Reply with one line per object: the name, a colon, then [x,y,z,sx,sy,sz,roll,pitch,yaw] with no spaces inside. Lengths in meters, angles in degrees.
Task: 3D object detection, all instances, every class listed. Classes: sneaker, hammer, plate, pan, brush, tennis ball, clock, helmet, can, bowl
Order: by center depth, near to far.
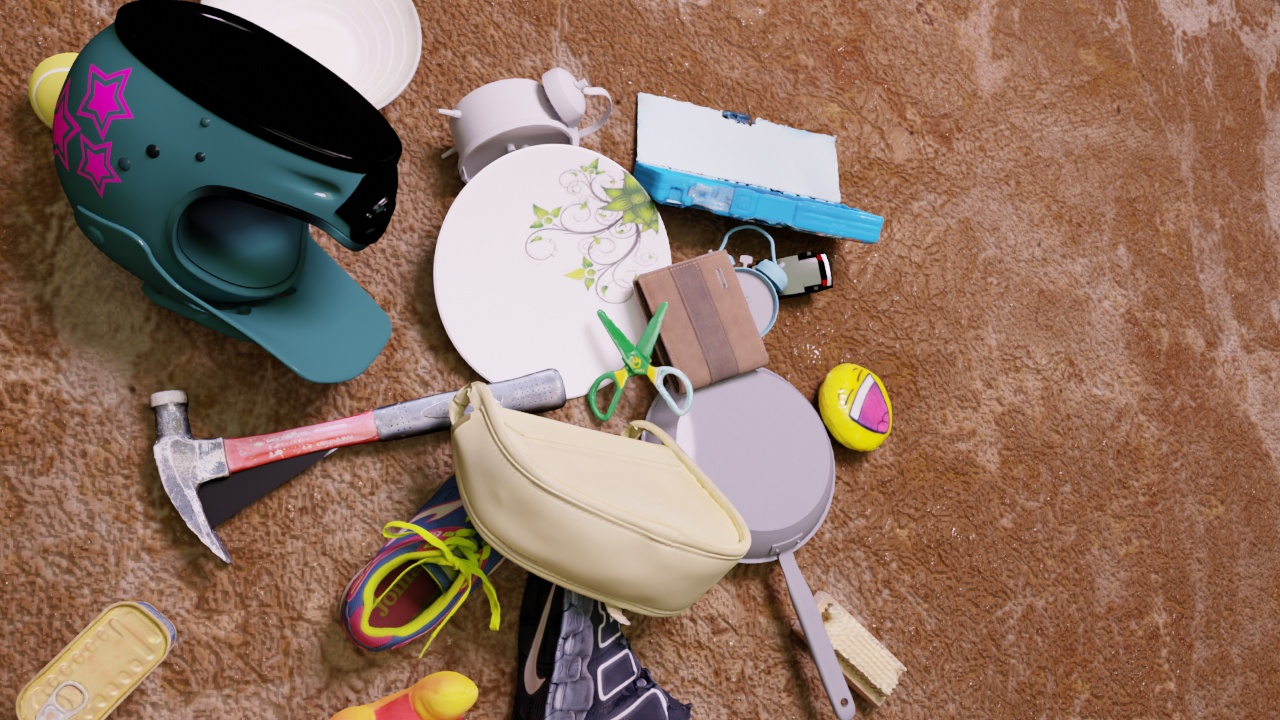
can: [-0.383,0.220,0.653,0.054,0.059,0.099,45,66,-7]
helmet: [-0.299,-0.119,0.683,0.275,0.201,0.176,35,30,5]
tennis ball: [-0.441,-0.207,0.719,0.065,0.065,0.065,5,77,-21]
sneaker: [-0.133,0.148,0.750,0.241,0.091,0.116,-41,93,-25]
hammer: [-0.217,0.064,0.758,0.325,0.036,0.140,-12,82,-20]
sneaker: [-0.021,0.264,0.773,0.150,0.097,0.252,12,75,-25]
bowl: [-0.285,-0.279,0.801,0.176,0.058,0.176,5,76,-21]
clock: [-0.099,-0.207,0.830,0.159,0.120,0.061,-17,76,-14]
plate: [-0.079,-0.079,0.839,0.229,0.030,0.229,-4,100,-26]
pan: [0.129,0.160,0.857,0.200,0.051,0.356,-17,75,-23]
brush: [0.205,0.279,0.885,0.117,0.039,0.049,45,66,-3]
clock: [0.100,-0.073,0.903,0.087,0.042,0.123,10,90,0]

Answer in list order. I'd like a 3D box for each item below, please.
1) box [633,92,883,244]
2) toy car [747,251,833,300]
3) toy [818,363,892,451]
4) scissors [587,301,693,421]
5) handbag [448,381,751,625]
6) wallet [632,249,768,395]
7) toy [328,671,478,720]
box: [0.110,-0.184,0.945,0.243,0.070,0.170,7,44,-20]
toy car: [0.150,-0.084,0.944,0.092,0.036,0.042,-10,84,0]
toy: [0.221,0.048,0.939,0.094,0.041,0.095,45,53,-10]
scissors: [0.001,0.006,0.834,0.130,0.011,0.126,29,101,13]
handbag: [-0.039,0.110,0.739,0.232,0.089,0.190,18,28,-35]
wallet: [0.057,-0.037,0.861,0.098,0.027,0.121,-19,85,-19]
toy: [-0.159,0.354,0.693,0.147,0.099,0.216,-17,84,-13]
